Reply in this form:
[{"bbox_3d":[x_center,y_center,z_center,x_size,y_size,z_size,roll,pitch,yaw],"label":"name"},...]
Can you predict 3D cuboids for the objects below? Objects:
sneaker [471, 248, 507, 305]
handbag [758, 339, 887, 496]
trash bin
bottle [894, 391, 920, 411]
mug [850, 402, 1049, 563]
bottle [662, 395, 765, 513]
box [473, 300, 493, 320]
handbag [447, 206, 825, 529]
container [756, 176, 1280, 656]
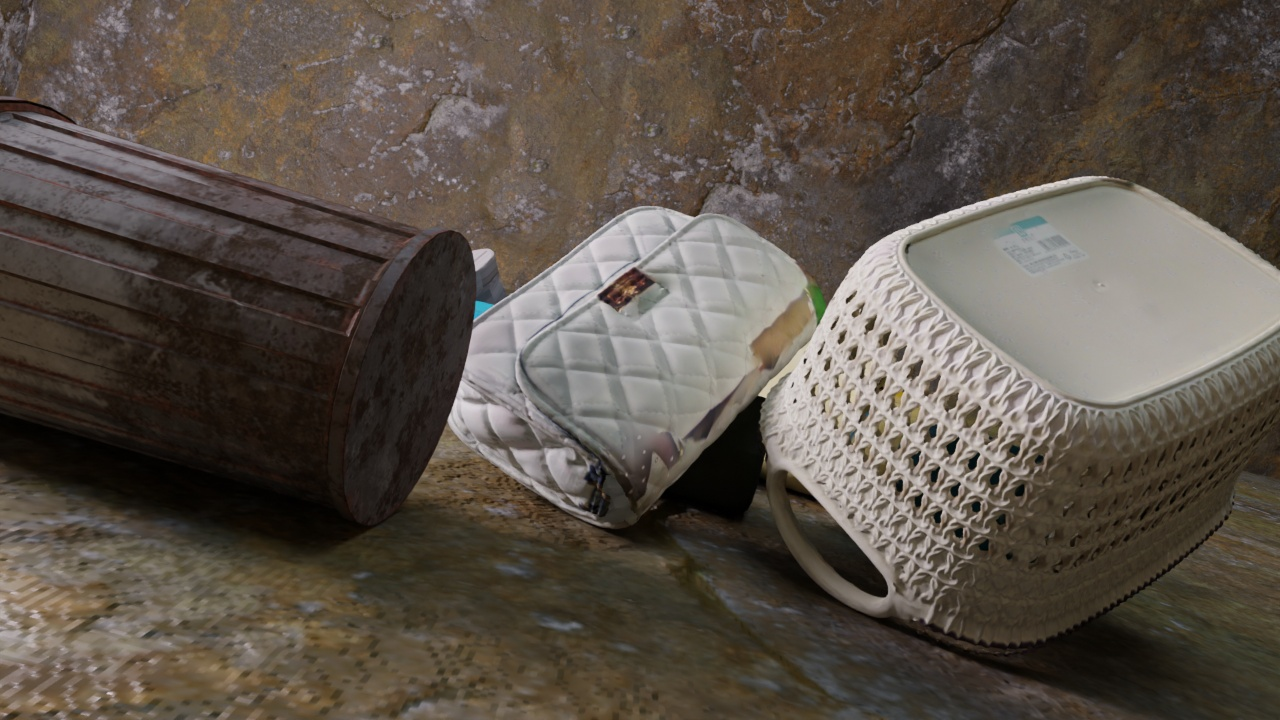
[{"bbox_3d":[-0.201,-0.030,0.797,0.237,0.089,0.099,-5,26,38],"label":"sneaker"},{"bbox_3d":[0.114,0.037,0.663,0.119,0.111,0.081,18,-14,30],"label":"handbag"},{"bbox_3d":[-0.190,-0.022,0.376,0.211,0.131,0.130,16,5,6],"label":"trash bin"},{"bbox_3d":[0.231,0.055,1.051,0.164,0.071,0.071,14,5,1],"label":"bottle"},{"bbox_3d":[0.197,0.081,0.571,0.107,0.083,0.113,19,1,45],"label":"mug"},{"bbox_3d":[-0.027,0.032,0.556,0.207,0.071,0.071,15,5,8],"label":"bottle"},{"bbox_3d":[-0.114,-0.001,0.642,0.227,0.040,0.094,13,39,3],"label":"box"},{"bbox_3d":[-0.001,-0.009,0.495,0.139,0.073,0.194,29,49,22],"label":"handbag"},{"bbox_3d":[0.190,0.012,0.442,0.251,0.143,0.184,-18,49,-29],"label":"container"}]
